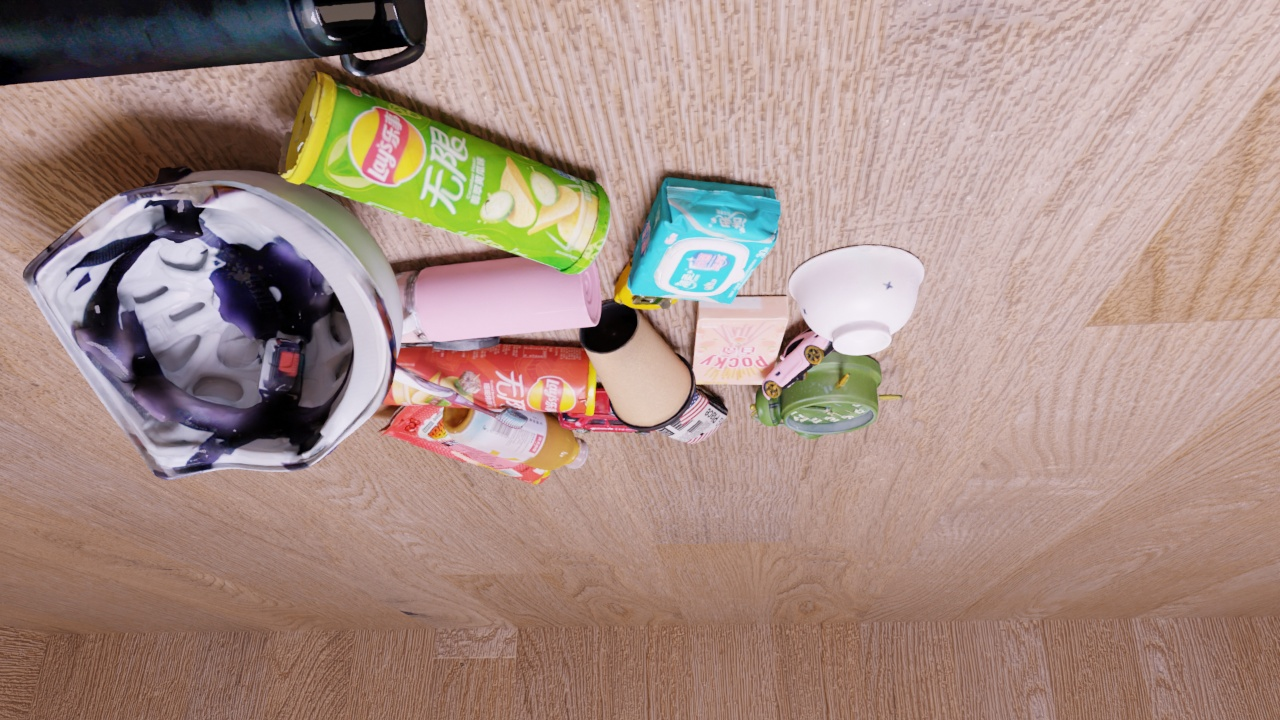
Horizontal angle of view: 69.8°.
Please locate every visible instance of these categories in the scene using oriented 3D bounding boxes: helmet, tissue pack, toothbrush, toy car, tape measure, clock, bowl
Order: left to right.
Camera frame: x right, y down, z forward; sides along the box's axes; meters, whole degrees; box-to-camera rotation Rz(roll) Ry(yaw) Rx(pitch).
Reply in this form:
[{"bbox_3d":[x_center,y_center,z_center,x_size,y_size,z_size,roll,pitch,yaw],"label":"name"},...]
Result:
[{"bbox_3d":[-0.287,-0.041,0.685,0.259,0.145,0.229,-19,114,14],"label":"helmet"},{"bbox_3d":[-0.184,0.029,0.871,0.187,0.016,0.017,28,129,-35],"label":"toothbrush"},{"bbox_3d":[-0.033,0.055,1.038,0.120,0.052,0.045,1,160,-8],"label":"toy car"},{"bbox_3d":[0.008,-0.063,0.805,0.057,0.028,0.060,8,155,-18],"label":"tape measure"},{"bbox_3d":[0.047,-0.089,0.724,0.093,0.050,0.134,5,156,-12],"label":"tissue pack"},{"bbox_3d":[0.161,-0.003,0.909,0.056,0.037,0.123,-25,164,-39],"label":"toy car"},{"bbox_3d":[0.193,0.044,1.007,0.116,0.056,0.162,20,149,-35],"label":"clock"},{"bbox_3d":[0.192,-0.043,0.806,0.118,0.064,0.118,0,156,0],"label":"bowl"}]

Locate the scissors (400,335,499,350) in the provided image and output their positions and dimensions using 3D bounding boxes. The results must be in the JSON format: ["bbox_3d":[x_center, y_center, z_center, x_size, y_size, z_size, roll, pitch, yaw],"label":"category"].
[{"bbox_3d":[-0.209,-0.016,0.832,0.163,0.014,0.164,2,-172,8],"label":"scissors"}]

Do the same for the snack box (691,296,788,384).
[{"bbox_3d":[0.095,-0.017,0.911,0.084,0.026,0.157,0,155,1],"label":"snack box"}]

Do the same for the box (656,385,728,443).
[{"bbox_3d":[0.050,0.056,1.026,0.051,0.068,0.164,32,180,27],"label":"box"}]

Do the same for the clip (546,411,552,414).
[{"bbox_3d":[-0.120,0.048,1.064,0.026,0.038,0.058,0,154,14],"label":"clip"}]

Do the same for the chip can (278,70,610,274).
[{"bbox_3d":[-0.124,-0.121,0.628,0.221,0.072,0.073,17,151,-32],"label":"chip can"}]

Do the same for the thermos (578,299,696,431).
[{"bbox_3d":[-0.005,0.005,0.894,0.093,0.092,0.143,-9,147,19],"label":"thermos"}]

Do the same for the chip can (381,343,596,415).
[{"bbox_3d":[-0.152,0.016,0.930,0.216,0.073,0.073,3,155,-6],"label":"chip can"}]

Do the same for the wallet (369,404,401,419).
[{"bbox_3d":[-0.315,0.043,1.054,0.115,0.020,0.101,8,154,-24],"label":"wallet"}]

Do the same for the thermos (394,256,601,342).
[{"bbox_3d":[-0.138,-0.048,0.776,0.199,0.087,0.067,-5,115,9],"label":"thermos"}]

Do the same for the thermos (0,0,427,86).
[{"bbox_3d":[-0.240,-0.182,0.495,0.242,0.068,0.090,-2,151,4],"label":"thermos"}]

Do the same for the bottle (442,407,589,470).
[{"bbox_3d":[-0.134,0.081,1.034,0.068,0.068,0.189,-18,149,35],"label":"bottle"}]

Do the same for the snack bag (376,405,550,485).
[{"bbox_3d":[-0.192,0.086,1.094,0.129,0.073,0.207,-33,138,28],"label":"snack bag"}]
